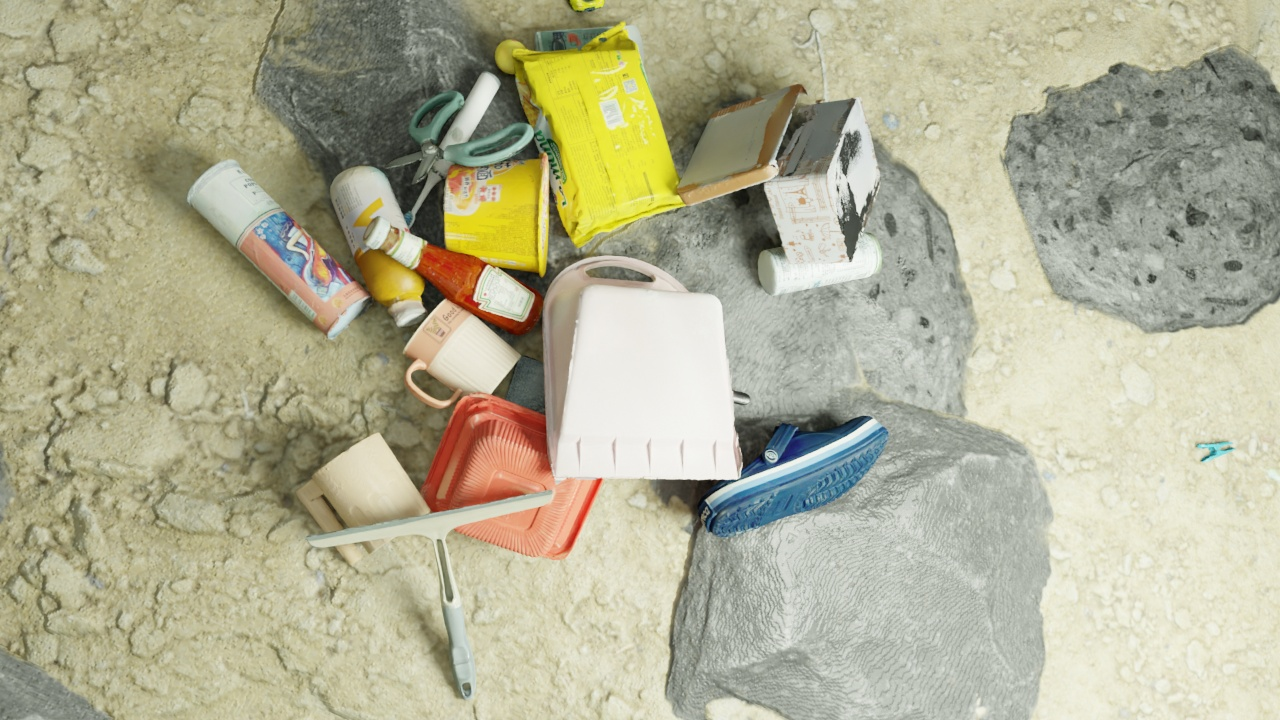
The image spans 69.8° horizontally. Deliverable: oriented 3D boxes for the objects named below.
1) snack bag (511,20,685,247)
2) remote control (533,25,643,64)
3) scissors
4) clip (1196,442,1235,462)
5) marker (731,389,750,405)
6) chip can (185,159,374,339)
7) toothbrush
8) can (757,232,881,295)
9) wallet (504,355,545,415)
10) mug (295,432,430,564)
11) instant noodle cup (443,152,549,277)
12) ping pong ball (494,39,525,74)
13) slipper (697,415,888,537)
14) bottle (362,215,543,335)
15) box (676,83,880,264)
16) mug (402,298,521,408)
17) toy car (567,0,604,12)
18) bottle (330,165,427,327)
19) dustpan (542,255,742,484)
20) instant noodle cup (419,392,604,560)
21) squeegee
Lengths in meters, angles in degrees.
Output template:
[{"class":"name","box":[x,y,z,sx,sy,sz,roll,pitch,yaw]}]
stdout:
[{"class":"snack bag","box":[-0.044,-0.273,1.103,0.158,0.068,0.246,-19,91,-14]},{"class":"remote control","box":[-0.064,-0.388,1.149,0.135,0.019,0.056,-8,83,-12]},{"class":"scissors","box":[-0.209,-0.262,1.045,0.170,0.019,0.178,-16,49,0]},{"class":"clip","box":[0.781,0.120,1.244,0.056,0.015,0.049,-10,82,-13]},{"class":"marker","box":[0.076,0.035,1.118,0.124,0.015,0.018,13,81,-12]},{"class":"chip can","box":[-0.398,-0.121,1.019,0.214,0.071,0.071,45,76,-3]},{"class":"toothbrush","box":[-0.229,-0.248,1.093,0.027,0.026,0.220,25,78,5]},{"class":"can","box":[0.223,-0.122,1.147,0.146,0.058,0.058,-12,84,-13]},{"class":"wallet","box":[-0.100,0.056,1.080,0.121,0.019,0.097,18,77,-7]},{"class":"mug","box":[-0.303,0.153,0.992,0.125,0.084,0.103,-35,90,20]},{"class":"instant noodle cup","box":[-0.162,-0.166,1.046,0.110,0.138,0.138,2,81,-2]},{"class":"ping pong ball","box":[-0.157,-0.370,1.118,0.040,0.040,0.040,2,81,-11]},{"class":"slipper","box":[0.173,0.128,1.087,0.252,0.105,0.095,-21,59,-19]},{"class":"bottle","box":[-0.202,-0.093,0.998,0.206,0.060,0.059,29,76,-30]},{"class":"box","box":[0.164,-0.218,1.107,0.157,0.194,0.182,62,41,-36]},{"class":"mug","box":[-0.207,0.003,1.028,0.106,0.082,0.114,39,60,-5]},{"class":"toy car","box":[-0.077,-0.492,1.156,0.048,0.032,0.105,-16,84,-13]},{"class":"bottle","box":[-0.288,-0.127,1.027,0.068,0.068,0.189,-21,75,-14]},{"class":"dustpan","box":[-0.006,0.006,1.051,0.222,0.139,0.273,6,85,-20]},{"class":"instant noodle cup","box":[-0.138,0.136,1.002,0.189,0.079,0.165,21,106,-7]},{"class":"squeegee","box":[-0.203,0.258,0.984,0.246,0.039,0.247,-10,113,-10]}]
